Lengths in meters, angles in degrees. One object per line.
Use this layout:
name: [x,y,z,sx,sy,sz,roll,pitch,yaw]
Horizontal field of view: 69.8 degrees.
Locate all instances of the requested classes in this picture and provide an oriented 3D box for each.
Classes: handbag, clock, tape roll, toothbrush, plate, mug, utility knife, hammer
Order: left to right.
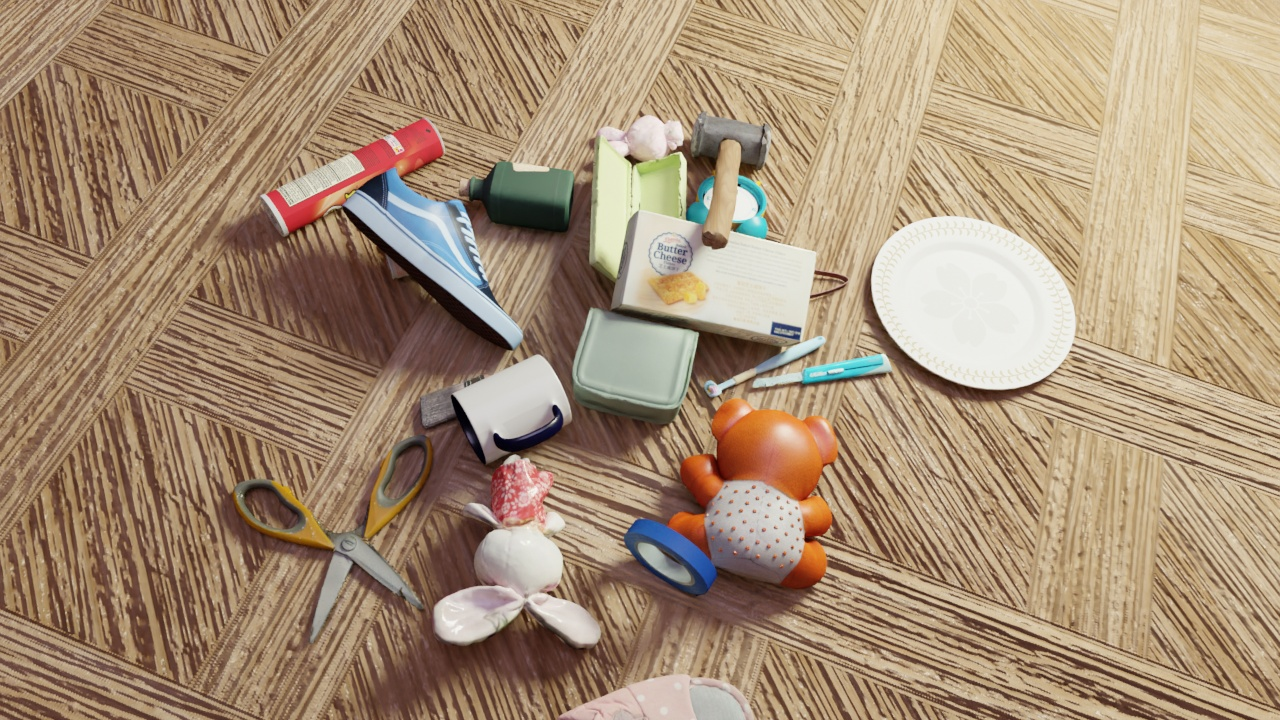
mug: [-0.123,0.055,0.916,0.096,0.079,0.112,-26,31,-19]
handbag: [-0.006,0.006,0.973,0.122,0.067,0.106,12,69,2]
tape roll: [0.027,0.184,0.861,0.093,0.091,0.016,35,63,8]
hammer: [0.097,-0.206,1.042,0.098,0.052,0.327,11,34,1]
clock: [0.106,-0.178,1.104,0.099,0.044,0.129,14,53,2]
toothbrush: [0.140,0.005,1.017,0.154,0.016,0.022,-23,52,-17]
handbag: [0.188,-0.090,1.073,0.119,0.029,0.055,-4,63,-13]
utility knife: [0.201,0.017,1.019,0.161,0.015,0.022,-11,92,-10]
plate: [0.390,-0.070,1.084,0.242,0.016,0.242,2,60,-4]

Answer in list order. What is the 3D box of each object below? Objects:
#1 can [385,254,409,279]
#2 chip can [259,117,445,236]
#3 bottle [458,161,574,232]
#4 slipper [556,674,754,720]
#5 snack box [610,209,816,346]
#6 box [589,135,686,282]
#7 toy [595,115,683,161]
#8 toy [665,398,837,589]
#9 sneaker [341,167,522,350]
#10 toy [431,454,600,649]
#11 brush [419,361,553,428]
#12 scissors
can: [-0.240,-0.120,1.041,0.095,0.032,0.032,-17,64,-15]
chip can: [-0.334,-0.217,1.077,0.214,0.052,0.052,-34,69,-22]
bottle: [-0.146,-0.194,1.076,0.131,0.061,0.061,8,58,-1]
slipper: [-0.027,0.349,0.784,0.274,0.055,0.114,-17,64,-14]
snack box: [0.080,-0.086,0.997,0.207,0.057,0.104,11,85,-13]
box: [-0.005,-0.168,1.076,0.127,0.066,0.187,9,60,-17]
toy: [-0.001,-0.273,1.145,0.110,0.047,0.063,-4,53,3]
toy: [0.118,0.129,0.909,0.164,0.093,0.172,14,73,6]
sneaker: [-0.201,-0.119,0.989,0.241,0.083,0.098,42,74,2]
toy: [-0.116,0.175,0.861,0.159,0.084,0.194,7,55,-24]
brush: [-0.163,0.032,0.975,0.151,0.012,0.039,-19,64,-16]
scissors: [-0.281,0.155,0.892,0.225,0.016,0.229,32,63,12]
